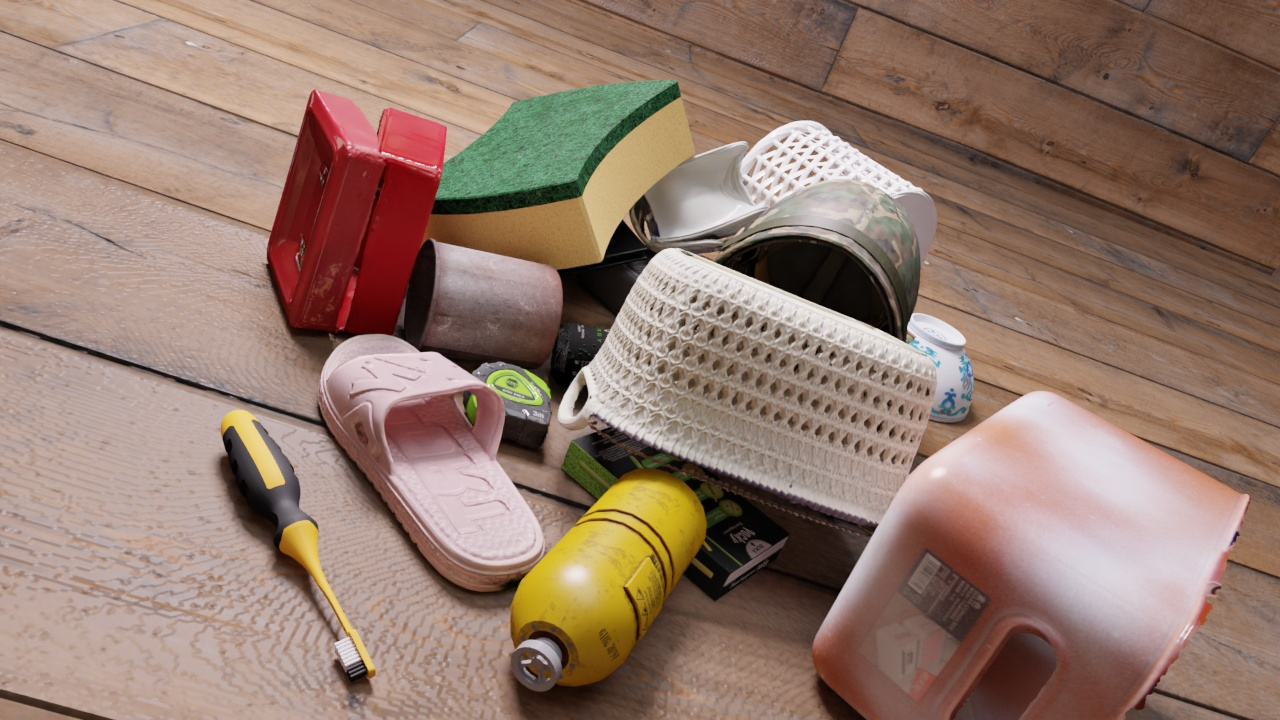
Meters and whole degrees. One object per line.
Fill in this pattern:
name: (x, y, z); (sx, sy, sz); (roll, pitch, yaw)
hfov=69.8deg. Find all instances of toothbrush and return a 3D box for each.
toothbrush: (-0.188, 0.093, 0.500); (0.030, 0.031, 0.196); (-19, 50, -34)

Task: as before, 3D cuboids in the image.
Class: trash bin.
trash bin: (0.246, 0.139, 0.580); (0.157, 0.182, 0.259); (36, 30, 29)

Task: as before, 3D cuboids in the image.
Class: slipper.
slipper: (-0.136, 0.044, 0.592); (0.094, 0.065, 0.239); (-3, 37, -41)

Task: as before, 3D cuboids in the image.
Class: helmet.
helmet: (0.153, -0.046, 0.844); (0.193, 0.225, 0.235); (32, 52, 6)

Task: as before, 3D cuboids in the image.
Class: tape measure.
tape measure: (-0.098, 0.032, 0.675); (0.065, 0.036, 0.058); (21, 35, -11)

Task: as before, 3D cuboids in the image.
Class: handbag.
handbag: (0.062, -0.163, 1.006); (0.142, 0.096, 0.198); (-20, 3, 6)

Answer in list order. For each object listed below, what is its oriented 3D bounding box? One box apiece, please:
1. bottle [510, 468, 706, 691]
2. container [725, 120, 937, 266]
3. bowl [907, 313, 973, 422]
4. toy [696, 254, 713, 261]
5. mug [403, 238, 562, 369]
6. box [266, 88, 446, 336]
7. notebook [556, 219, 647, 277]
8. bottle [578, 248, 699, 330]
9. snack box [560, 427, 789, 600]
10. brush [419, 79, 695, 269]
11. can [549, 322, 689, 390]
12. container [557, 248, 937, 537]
bottle: (-0.020, 0.125, 0.519); (0.071, 0.071, 0.163); (29, 27, 12)
container: (0.229, -0.169, 1.129); (0.189, 0.190, 0.187); (-3, 38, -41)
bowl: (0.311, -0.004, 1.011); (0.144, 0.074, 0.143); (18, 27, -9)
toy: (0.064, -0.087, 0.990); (0.099, 0.052, 0.096); (20, -3, -3)
mug: (-0.130, -0.052, 0.742); (0.110, 0.096, 0.122); (14, 36, -29)
box: (-0.211, -0.109, 0.718); (0.117, 0.158, 0.135); (10, 30, -33)
notebook: (-0.116, -0.149, 0.953); (0.169, 0.019, 0.231); (-14, 39, -19)
bottle: (-0.011, -0.085, 0.946); (0.174, 0.046, 0.083); (39, 31, 30)
snack box: (0.024, 0.099, 0.652); (0.147, 0.025, 0.080); (37, 30, 26)
brush: (-0.084, -0.176, 0.862); (0.195, 0.075, 0.249); (2, 37, 29)
can: (-0.005, 0.005, 0.760); (0.137, 0.054, 0.054); (9, 29, -10)
container: (0.084, 0.021, 0.654); (0.251, 0.143, 0.184); (21, 8, -12)
